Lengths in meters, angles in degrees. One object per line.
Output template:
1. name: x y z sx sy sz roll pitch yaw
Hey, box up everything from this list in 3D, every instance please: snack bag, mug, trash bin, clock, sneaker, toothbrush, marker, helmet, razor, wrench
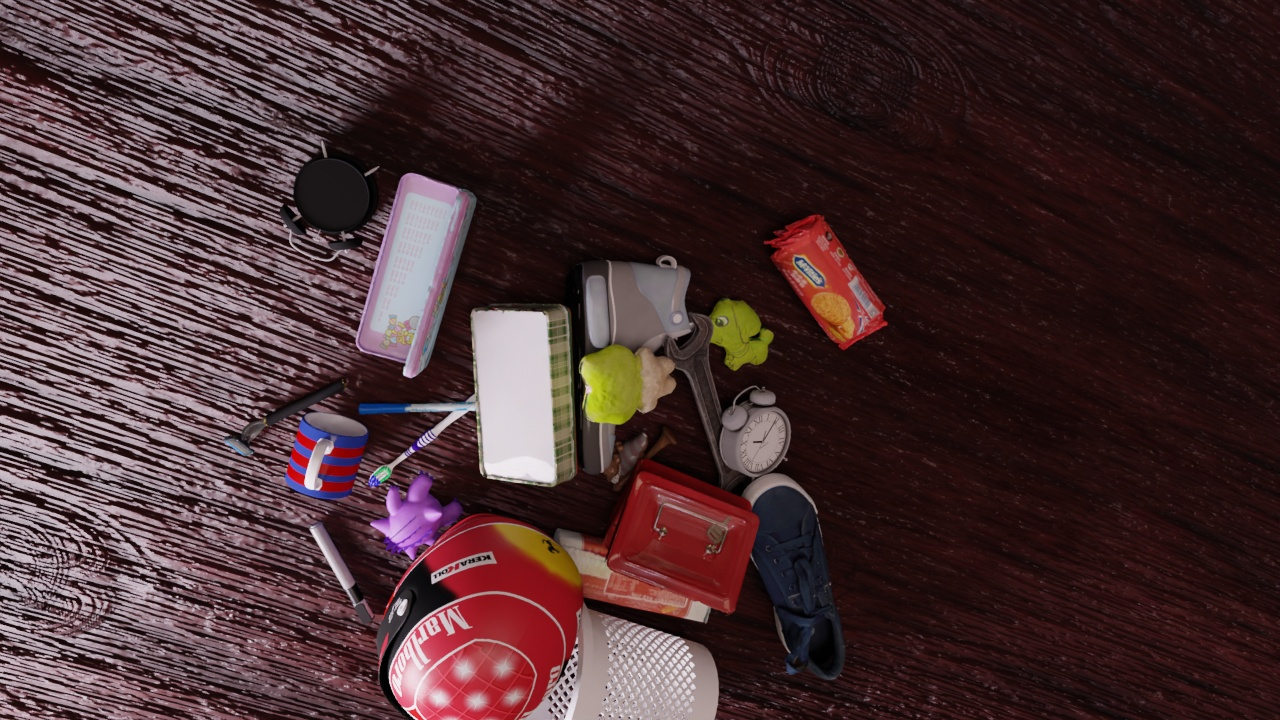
1. snack bag: 0.226 -0.097 1.104 0.082 0.082 0.176 -39 107 0
2. mug: -0.354 0.111 1.025 0.075 0.112 0.076 18 99 -9
3. trash bin: -0.024 0.400 1.128 0.199 0.195 0.195 17 99 -24
4. snack bag: -0.009 0.273 1.166 0.225 0.041 0.077 15 100 -15
5. clock: 0.140 0.087 1.128 0.094 0.035 0.123 -32 123 -25
6. sneaker: 0.199 0.283 1.147 0.120 0.127 0.295 -22 111 -8
7. toothbrush: -0.250 0.089 1.089 0.186 0.016 0.015 -39 105 1
8. clock: -0.337 -0.168 0.998 0.091 0.042 0.121 24 98 -15
9. sneaker: -0.008 0.007 1.085 0.160 0.093 0.257 -5 105 -18
10. marker: -0.360 0.256 1.108 0.016 0.016 0.140 -24 106 -4
11. helmet: -0.183 0.305 1.019 0.197 0.224 0.271 37 105 -19
12. marker: -0.257 0.055 1.074 0.142 0.013 0.013 -1 103 -3
13. razor: -0.404 0.060 1.053 0.144 0.022 0.043 -31 149 -7
14. wrench: 0.086 0.065 1.114 0.070 0.010 0.273 -30 121 -20

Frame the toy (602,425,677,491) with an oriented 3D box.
1. toy: -0.009 0.116 1.128 0.102 0.041 0.055 -46 118 8

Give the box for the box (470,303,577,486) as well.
1. box: -0.133 0.037 1.049 0.118 0.049 0.205 2 99 31

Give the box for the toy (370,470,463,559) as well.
1. toy: -0.265 0.191 1.089 0.088 0.056 0.106 -39 115 5

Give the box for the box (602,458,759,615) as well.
1. box: 0.042 0.210 1.094 0.157 0.165 0.151 23 71 -1

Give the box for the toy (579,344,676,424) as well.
1. toy: -0.012 0.023 1.019 0.117 0.043 0.092 -12 107 -28

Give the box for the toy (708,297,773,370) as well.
1. toy: 0.117 -0.032 1.119 0.094 0.036 0.093 -11 108 -14

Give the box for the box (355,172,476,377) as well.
1. box: -0.247 -0.093 1.006 0.089 0.093 0.214 16 100 -14
